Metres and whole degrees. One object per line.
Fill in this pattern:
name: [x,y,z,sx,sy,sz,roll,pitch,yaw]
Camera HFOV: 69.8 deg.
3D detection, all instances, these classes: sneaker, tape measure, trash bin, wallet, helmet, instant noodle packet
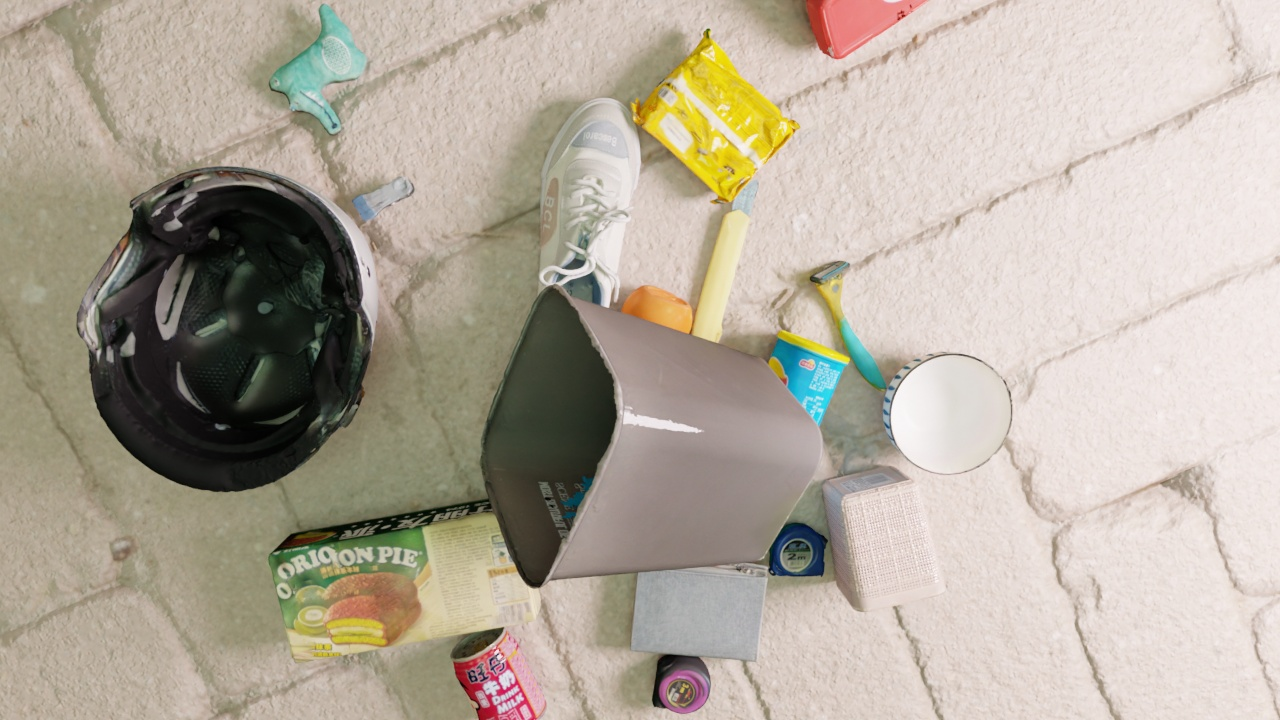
sneaker: [-0.054,-0.118,0.830,0.089,0.090,0.242,9,98,-5]
tape measure: [0.157,0.190,0.919,0.058,0.025,0.054,1,98,-12]
trash bin: [0.008,0.072,0.773,0.219,0.199,0.199,11,119,-31]
wallet: [0.058,0.244,0.918,0.130,0.037,0.106,6,98,-1]
tape measure: [0.042,0.325,0.930,0.058,0.039,0.057,6,99,2]
helmet: [-0.336,-0.039,0.799,0.230,0.156,0.274,20,108,-7]
instant noodle packet: [0.066,-0.221,0.841,0.128,0.044,0.110,43,88,-11]

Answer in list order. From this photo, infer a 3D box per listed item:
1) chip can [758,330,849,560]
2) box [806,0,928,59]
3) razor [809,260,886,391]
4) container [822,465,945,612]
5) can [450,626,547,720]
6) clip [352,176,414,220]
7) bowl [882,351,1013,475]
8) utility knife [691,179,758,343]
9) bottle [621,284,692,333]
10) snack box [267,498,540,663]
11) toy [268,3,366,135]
chip can: [0.126,0.080,0.878,0.071,0.071,0.210,21,98,-5]
box: [0.222,-0.373,0.826,0.201,0.100,0.094,-34,140,2]
razor: [0.204,-0.029,0.884,0.043,0.028,0.132,-30,98,-29]
container: [0.230,0.168,0.888,0.090,0.090,0.111,-13,96,0]
can: [-0.141,0.316,0.907,0.066,0.066,0.094,-24,99,1]
clip: [-0.238,-0.152,0.853,0.058,0.037,0.026,-26,97,1]
bowl: [0.287,0.046,0.880,0.116,0.066,0.116,0,98,-1]
utility knife: [0.080,-0.084,0.875,0.031,0.019,0.183,14,104,-9]
bottle: [-0.005,0.005,0.869,0.067,0.066,0.150,23,105,-6]
snack box: [-0.223,0.210,0.889,0.240,0.063,0.114,-10,99,0]
toy: [-0.289,-0.257,0.831,0.092,0.030,0.096,-31,106,8]
